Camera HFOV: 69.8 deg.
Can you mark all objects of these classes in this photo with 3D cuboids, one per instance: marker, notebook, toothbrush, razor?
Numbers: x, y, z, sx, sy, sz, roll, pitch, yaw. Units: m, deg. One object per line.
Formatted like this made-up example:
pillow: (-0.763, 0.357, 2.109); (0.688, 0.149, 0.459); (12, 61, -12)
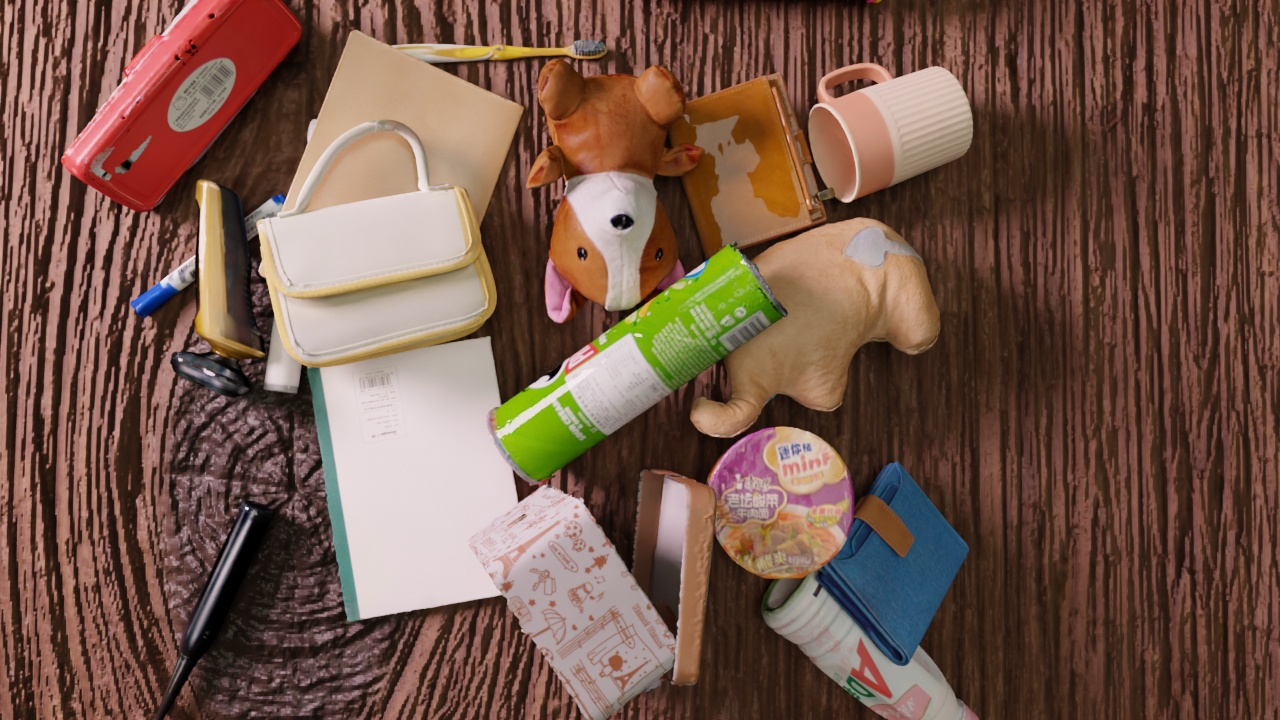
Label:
marker: (-0.341, -0.085, 0.733); (0.145, 0.017, 0.017); (-38, 91, -5)
notebook: (-0.196, -0.138, 0.736); (0.147, 0.008, 0.207); (21, 85, -18)
toothbrush: (-0.342, 0.212, 0.716); (0.027, 0.026, 0.212); (22, 86, 18)
notebook: (-0.178, 0.095, 0.741); (0.150, 0.012, 0.209); (-9, 89, -5)
toothbrush: (-0.272, -0.084, 0.734); (0.027, 0.026, 0.221); (6, 87, 17)
razor: (-0.326, -0.054, 0.704); (0.067, 0.062, 0.167); (-2, 92, -25)
toothbrush: (-0.123, -0.256, 0.757); (0.191, 0.018, 0.016); (-3, 86, -5)

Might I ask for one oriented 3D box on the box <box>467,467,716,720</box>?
box: (-0.011, 0.149, 0.666); (0.168, 0.182, 0.150); (-37, 96, -14)

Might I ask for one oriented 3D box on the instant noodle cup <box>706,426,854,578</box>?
instant noodle cup: (0.099, 0.107, 0.722); (0.111, 0.099, 0.111); (0, 88, -6)

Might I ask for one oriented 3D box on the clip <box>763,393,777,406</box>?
clip: (0.109, 0.020, 0.765); (0.056, 0.028, 0.024); (-34, 92, -15)

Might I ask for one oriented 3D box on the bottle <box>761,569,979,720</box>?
bottle: (0.190, 0.242, 0.741); (0.197, 0.068, 0.068); (40, 85, -5)

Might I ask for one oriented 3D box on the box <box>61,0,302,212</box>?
box: (-0.364, -0.218, 0.714); (0.099, 0.095, 0.201); (37, 86, 25)

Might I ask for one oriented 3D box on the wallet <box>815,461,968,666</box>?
wallet: (0.203, 0.157, 0.731); (0.106, 0.040, 0.132); (50, 50, -2)

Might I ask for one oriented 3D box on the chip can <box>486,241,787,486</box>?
chip can: (-0.004, 0.004, 0.698); (0.236, 0.072, 0.072); (-35, 91, 11)

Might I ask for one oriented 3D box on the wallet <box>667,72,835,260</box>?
wallet: (0.091, -0.162, 0.756); (0.119, 0.035, 0.130); (-17, 88, 6)

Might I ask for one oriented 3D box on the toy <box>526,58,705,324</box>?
toy: (-0.018, -0.128, 0.716); (0.140, 0.130, 0.199); (0, 97, -5)

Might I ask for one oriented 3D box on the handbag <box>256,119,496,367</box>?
handbag: (-0.205, -0.093, 0.701); (0.163, 0.063, 0.179); (-15, 93, -18)

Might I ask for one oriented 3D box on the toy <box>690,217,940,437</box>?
toy: (0.124, -0.027, 0.735); (0.226, 0.082, 0.143); (-32, 66, -3)

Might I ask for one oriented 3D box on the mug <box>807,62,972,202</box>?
mug: (0.198, -0.199, 0.758); (0.106, 0.082, 0.114); (-21, 64, -7)

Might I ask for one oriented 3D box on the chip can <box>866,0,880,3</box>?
chip can: (0.097, -0.335, 0.754); (0.210, 0.071, 0.071); (0, 87, -4)
